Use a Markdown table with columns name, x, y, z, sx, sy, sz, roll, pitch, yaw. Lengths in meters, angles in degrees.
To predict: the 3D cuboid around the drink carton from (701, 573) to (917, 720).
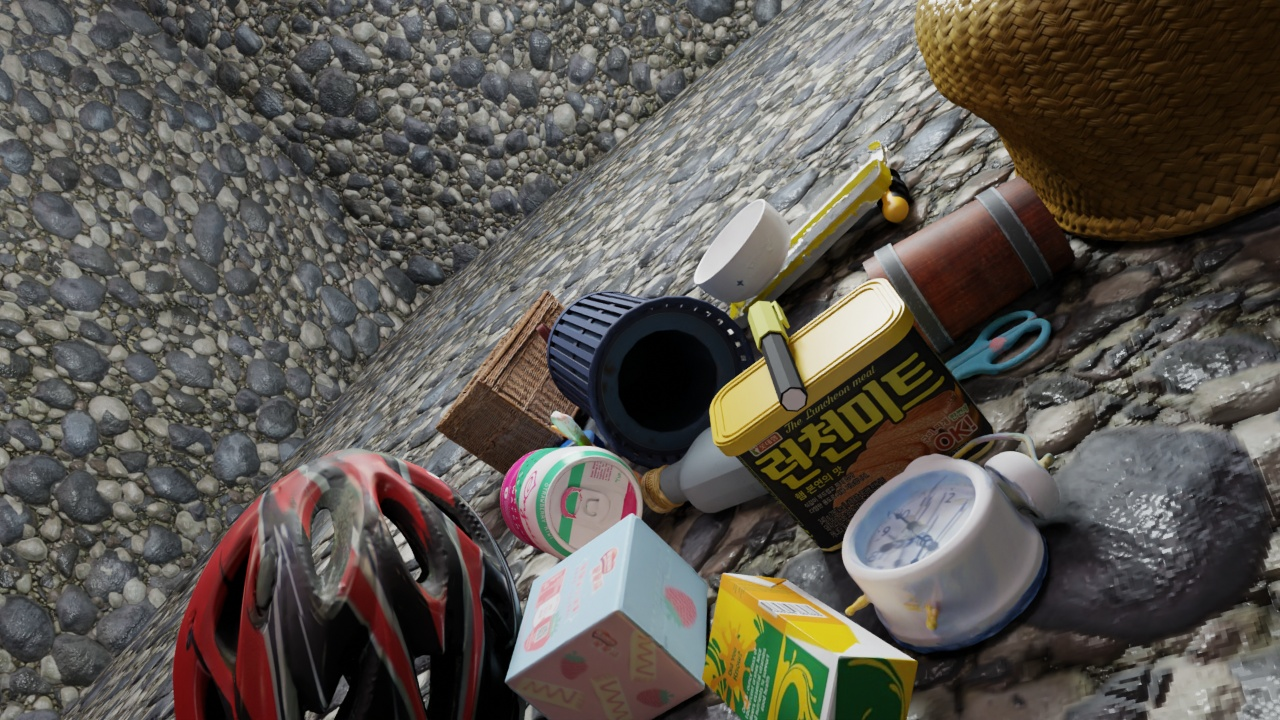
| name | x | y | z | sx | sy | sz | roll | pitch | yaw |
| --- | --- | --- | --- | --- | --- | --- | --- | --- | --- |
| drink carton | 0.074 | 0.148 | 0.440 | 0.122 | 0.041 | 0.058 | -166 | 87 | -69 |

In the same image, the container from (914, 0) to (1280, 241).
| name | x | y | z | sx | sy | sz | roll | pitch | yaw |
| --- | --- | --- | --- | --- | --- | --- | --- | --- | --- |
| container | 0.337 | -0.245 | 0.582 | 0.307 | 0.196 | 0.306 | -37 | 20 | 15 |

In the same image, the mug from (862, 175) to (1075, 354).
| name | x | y | z | sx | sy | sz | roll | pitch | yaw |
| --- | --- | --- | --- | --- | --- | --- | --- | --- | --- |
| mug | 0.222 | -0.066 | 0.625 | 0.111 | 0.081 | 0.117 | -33 | 0 | 18 |

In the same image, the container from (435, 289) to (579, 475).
| name | x | y | z | sx | sy | sz | roll | pitch | yaw |
| --- | --- | --- | --- | --- | --- | --- | --- | --- | --- |
| container | -0.131 | 0.029 | 1.072 | 0.114 | 0.112 | 0.197 | -42 | 14 | 40 |

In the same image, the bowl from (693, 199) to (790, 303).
| name | x | y | z | sx | sy | sz | roll | pitch | yaw |
| --- | --- | --- | --- | --- | --- | --- | --- | --- | --- |
| bowl | 0.104 | -0.100 | 0.886 | 0.105 | 0.054 | 0.104 | -49 | 15 | 18 |

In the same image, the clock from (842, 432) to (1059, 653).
| name | x | y | z | sx | sy | sz | roll | pitch | yaw |
| --- | --- | --- | --- | --- | --- | --- | --- | --- | --- |
| clock | 0.153 | 0.082 | 0.452 | 0.125 | 0.052 | 0.089 | -48 | 17 | -27 |

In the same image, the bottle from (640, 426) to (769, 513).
| name | x | y | z | sx | sy | sz | roll | pitch | yaw |
| --- | --- | --- | --- | --- | --- | --- | --- | --- | --- |
| bottle | 0.066 | 0.073 | 0.669 | 0.162 | 0.046 | 0.072 | -29 | 22 | 39 |

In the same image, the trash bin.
| name | x | y | z | sx | sy | sz | roll | pitch | yaw |
| --- | --- | --- | --- | --- | --- | --- | --- | --- | --- |
| trash bin | -0.005 | 0.005 | 0.842 | 0.139 | 0.139 | 0.249 | -45 | 15 | -6 |

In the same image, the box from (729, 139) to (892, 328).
| name | x | y | z | sx | sy | sz | roll | pitch | yaw |
| --- | --- | --- | --- | --- | --- | --- | --- | --- | --- |
| box | 0.166 | -0.126 | 0.913 | 0.210 | 0.023 | 0.126 | -46 | 11 | 29 |

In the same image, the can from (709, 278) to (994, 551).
| name | x | y | z | sx | sy | sz | roll | pitch | yaw |
| --- | --- | --- | --- | --- | --- | --- | --- | --- | --- |
| can | 0.123 | 0.035 | 0.541 | 0.131 | 0.101 | 0.072 | -38 | 18 | 16 |

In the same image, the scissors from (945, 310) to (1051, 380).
| name | x | y | z | sx | sy | sz | roll | pitch | yaw |
| --- | --- | --- | --- | --- | --- | --- | --- | --- | --- |
| scissors | 0.197 | 0.009 | 0.591 | 0.137 | 0.015 | 0.056 | -31 | 23 | 22 |

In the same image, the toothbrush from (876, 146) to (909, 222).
| name | x | y | z | sx | sy | sz | roll | pitch | yaw |
| --- | --- | --- | --- | --- | --- | --- | --- | --- | --- |
| toothbrush | 0.243 | -0.176 | 0.900 | 0.031 | 0.031 | 0.196 | -40 | 16 | 26 |

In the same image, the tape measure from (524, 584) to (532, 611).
| name | x | y | z | sx | sy | sz | roll | pitch | yaw |
| --- | --- | --- | --- | --- | --- | --- | --- | --- | --- |
| tape measure | -0.063 | 0.182 | 0.713 | 0.058 | 0.036 | 0.066 | -49 | 18 | -18 |

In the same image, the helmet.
| name | x | y | z | sx | sy | sz | roll | pitch | yaw |
| --- | --- | --- | --- | --- | --- | --- | --- | --- | --- |
| helmet | -0.168 | 0.193 | 0.580 | 0.217 | 0.272 | 0.167 | -4 | 3 | -44 |

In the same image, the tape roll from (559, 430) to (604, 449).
| name | x | y | z | sx | sy | sz | roll | pitch | yaw |
| --- | --- | --- | --- | --- | --- | --- | --- | --- | --- |
| tape roll | -0.077 | 0.112 | 0.944 | 0.093 | 0.016 | 0.091 | -40 | 17 | 8 |

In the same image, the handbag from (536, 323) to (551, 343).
| name | x | y | z | sx | sy | sz | roll | pitch | yaw |
| --- | --- | --- | --- | --- | --- | --- | --- | --- | --- |
| handbag | -0.071 | 0.005 | 1.012 | 0.029 | 0.119 | 0.055 | -39 | 18 | 13 |

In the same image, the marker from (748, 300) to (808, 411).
| name | x | y | z | sx | sy | sz | roll | pitch | yaw |
| --- | --- | --- | --- | --- | --- | --- | --- | --- | --- |
| marker | 0.079 | -0.006 | 0.527 | 0.021 | 0.017 | 0.123 | -39 | 19 | 15 |

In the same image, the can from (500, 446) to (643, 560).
| name | x | y | z | sx | sy | sz | roll | pitch | yaw |
| --- | --- | --- | --- | --- | --- | --- | --- | --- | --- |
| can | -0.058 | 0.114 | 0.741 | 0.088 | 0.088 | 0.166 | -48 | 9 | -16 |

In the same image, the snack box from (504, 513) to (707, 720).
| name | x | y | z | sx | sy | sz | roll | pitch | yaw |
| --- | --- | --- | --- | --- | --- | --- | --- | --- | --- |
| snack box | -0.017 | 0.169 | 0.571 | 0.095 | 0.079 | 0.092 | -38 | 17 | 21 |

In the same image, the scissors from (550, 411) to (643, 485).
| name | x | y | z | sx | sy | sz | roll | pitch | yaw |
| --- | --- | --- | --- | --- | --- | --- | --- | --- | --- |
| scissors | -0.037 | 0.080 | 0.787 | 0.125 | 0.128 | 0.011 | 25 | 70 | 37 |
